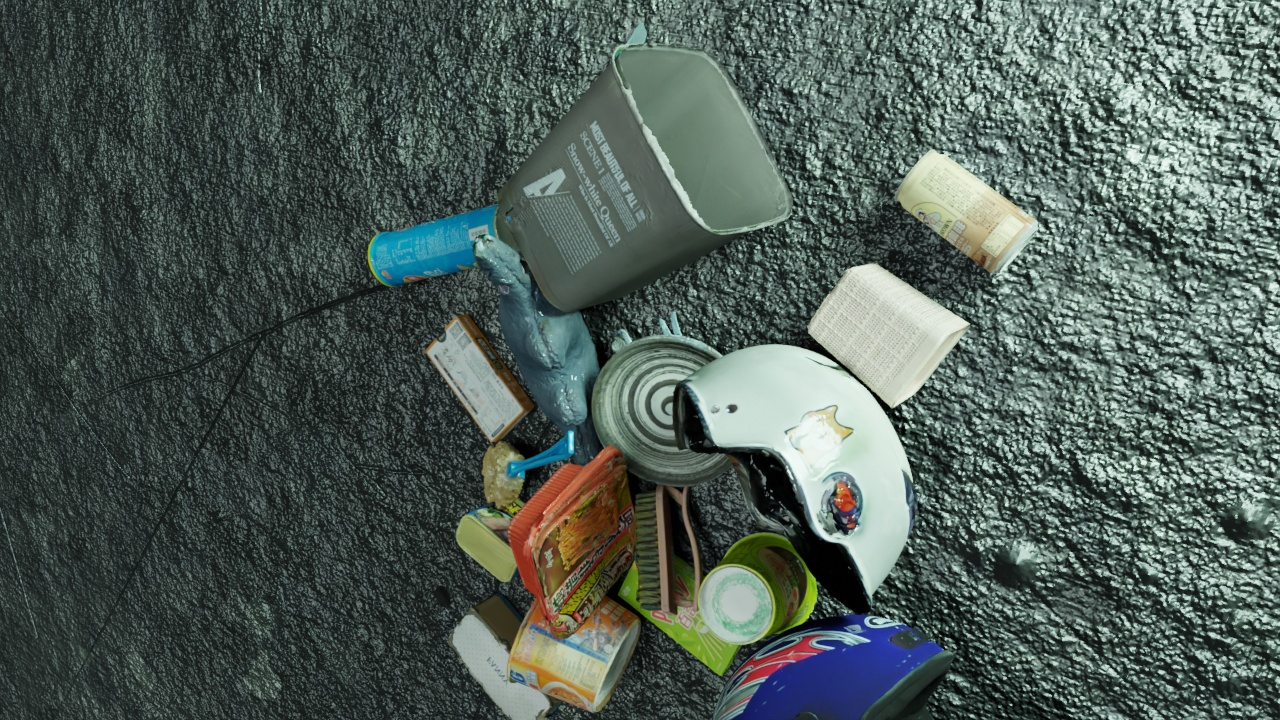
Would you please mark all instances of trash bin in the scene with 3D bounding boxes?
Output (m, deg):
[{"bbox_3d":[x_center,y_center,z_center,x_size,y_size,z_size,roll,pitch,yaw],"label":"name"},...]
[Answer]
[{"bbox_3d":[-0.006,-0.170,0.920,0.220,0.198,0.199,-30,85,37],"label":"trash bin"}]

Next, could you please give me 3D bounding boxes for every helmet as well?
[{"bbox_3d":[0.214,0.364,0.877,0.316,0.247,0.240,-30,67,23],"label":"helmet"},{"bbox_3d":[0.163,0.089,0.879,0.156,0.230,0.274,-44,86,-9],"label":"helmet"}]

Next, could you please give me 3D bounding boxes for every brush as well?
[{"bbox_3d":[0.031,0.211,1.035,0.073,0.063,0.145,-6,70,10],"label":"brush"},{"bbox_3d":[-0.131,0.121,1.079,0.255,0.045,0.083,-29,59,56],"label":"brush"}]

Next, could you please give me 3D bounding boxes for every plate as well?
[{"bbox_3d":[0.035,0.054,1.003,0.179,0.024,0.180,5,113,12],"label":"plate"}]

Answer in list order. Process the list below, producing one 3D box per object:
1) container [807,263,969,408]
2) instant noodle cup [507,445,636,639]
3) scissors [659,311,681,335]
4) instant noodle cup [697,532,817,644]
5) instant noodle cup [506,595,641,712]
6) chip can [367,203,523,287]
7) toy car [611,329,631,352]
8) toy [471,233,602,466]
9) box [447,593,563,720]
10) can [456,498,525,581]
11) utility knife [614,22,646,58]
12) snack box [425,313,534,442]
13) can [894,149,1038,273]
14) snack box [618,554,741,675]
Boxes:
[{"bbox_3d":[0.230,-0.029,0.866,0.111,0.089,0.090,41,118,19],"label":"container"},{"bbox_3d":[-0.077,0.195,1.019,0.079,0.164,0.189,19,136,30],"label":"instant noodle cup"},{"bbox_3d":[0.058,0.007,1.018,0.074,0.017,0.137,-13,90,32],"label":"scissors"},{"bbox_3d":[0.117,0.244,0.957,0.112,0.123,0.111,-1,88,23],"label":"instant noodle cup"},{"bbox_3d":[-0.074,0.339,1.097,0.111,0.151,0.151,23,112,16],"label":"instant noodle cup"},{"bbox_3d":[-0.235,-0.141,1.125,0.211,0.071,0.071,-8,97,31],"label":"chip can"},{"bbox_3d":[-0.006,0.006,1.040,0.034,0.043,0.090,-25,90,5],"label":"toy car"},{"bbox_3d":[-0.101,-0.009,1.025,0.091,0.137,0.357,-14,127,9],"label":"toy"},{"bbox_3d":[-0.167,0.403,1.212,0.184,0.061,0.090,46,120,12],"label":"box"},{"bbox_3d":[-0.169,0.223,1.158,0.102,0.083,0.057,33,115,20],"label":"can"},{"bbox_3d":[-0.043,-0.290,1.012,0.029,0.013,0.182,43,119,15],"label":"utility knife"},{"bbox_3d":[-0.206,0.022,1.169,0.075,0.026,0.153,-43,79,30],"label":"snack box"},{"bbox_3d":[0.291,-0.133,0.823,0.116,0.058,0.059,42,118,16],"label":"can"},{"bbox_3d":[0.053,0.287,1.075,0.156,0.026,0.086,34,115,20],"label":"snack box"}]
